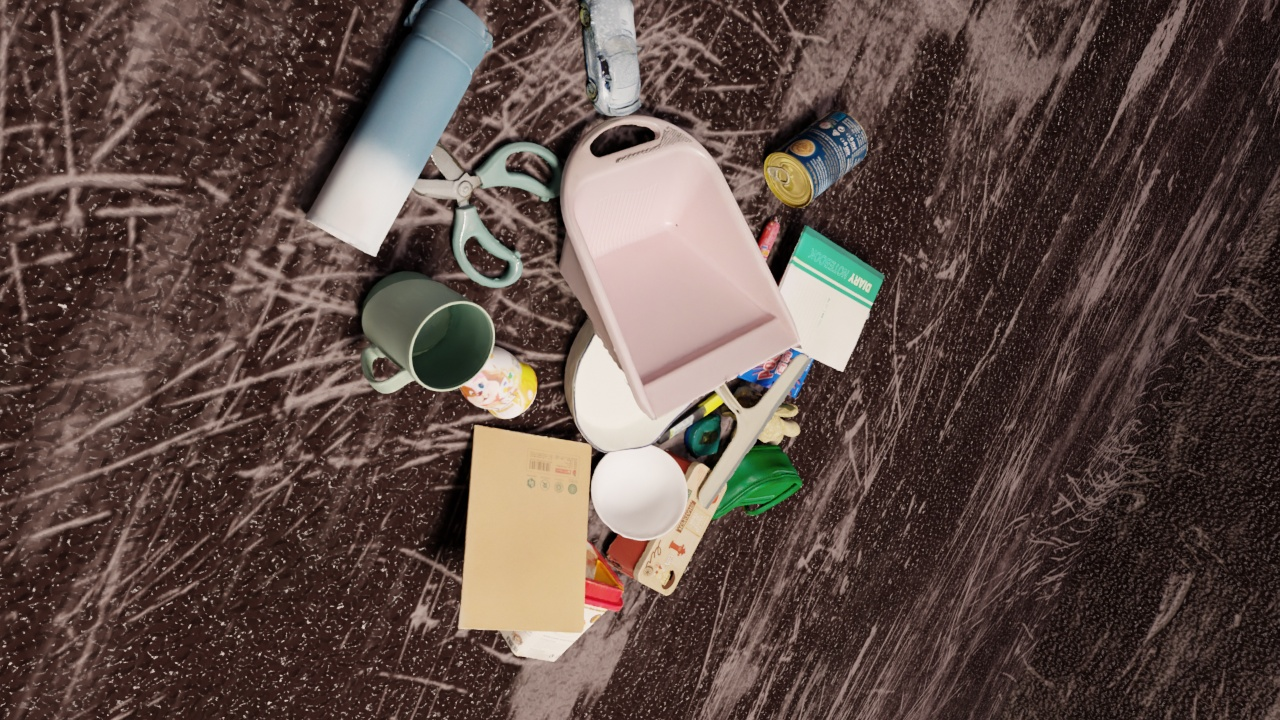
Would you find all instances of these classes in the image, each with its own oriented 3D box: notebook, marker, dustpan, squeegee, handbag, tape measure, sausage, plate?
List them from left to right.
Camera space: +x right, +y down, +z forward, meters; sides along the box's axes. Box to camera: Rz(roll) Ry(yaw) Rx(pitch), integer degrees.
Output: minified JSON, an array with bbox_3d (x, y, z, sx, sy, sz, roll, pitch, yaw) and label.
[{"bbox_3d":[-0.119,0.181,0.977,0.147,0.008,0.207,13,70,-34],"label":"notebook"},{"bbox_3d":[-0.006,0.006,1.064,0.204,0.045,0.205,-22,125,-36],"label":"plate"},{"bbox_3d":[0.033,-0.108,0.926,0.221,0.273,0.139,-29,157,-34],"label":"dustpan"},{"bbox_3d":[0.068,0.072,1.193,0.124,0.015,0.018,-33,130,-23],"label":"marker"},{"bbox_3d":[0.084,0.101,1.214,0.054,0.025,0.058,-11,118,-41],"label":"tape measure"},{"bbox_3d":[0.095,0.023,1.112,0.246,0.039,0.246,-53,140,-14],"label":"squeegee"},{"bbox_3d":[0.150,0.175,1.272,0.131,0.068,0.120,0,138,-46],"label":"handbag"},{"bbox_3d":[0.142,-0.110,1.163,0.020,0.020,0.156,12,102,-46],"label":"sausage"},{"bbox_3d":[0.246,-0.077,1.226,0.209,0.012,0.150,19,95,-46],"label":"notebook"}]

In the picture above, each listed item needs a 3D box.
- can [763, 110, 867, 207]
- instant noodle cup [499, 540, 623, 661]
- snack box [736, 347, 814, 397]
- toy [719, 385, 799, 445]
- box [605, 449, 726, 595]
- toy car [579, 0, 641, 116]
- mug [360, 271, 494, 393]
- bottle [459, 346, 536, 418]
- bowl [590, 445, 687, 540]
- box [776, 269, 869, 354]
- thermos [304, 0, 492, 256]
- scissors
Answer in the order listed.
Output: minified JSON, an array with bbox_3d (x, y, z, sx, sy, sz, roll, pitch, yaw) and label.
[{"bbox_3d":[0.215,-0.247,1.118,0.111,0.075,0.075,-39,133,-23],"label":"can"},{"bbox_3d":[-0.103,0.277,1.075,0.124,0.116,0.116,-52,138,8],"label":"instant noodle cup"},{"bbox_3d":[0.180,-0.005,1.248,0.157,0.026,0.084,18,98,-47],"label":"snack box"},{"bbox_3d":[0.171,0.080,1.267,0.105,0.066,0.157,-25,148,23],"label":"toy"},{"bbox_3d":[0.029,0.207,1.189,0.091,0.079,0.168,40,76,-46],"label":"box"},{"bbox_3d":[-0.026,-0.299,0.892,0.054,0.037,0.121,-27,124,-31],"label":"toy car"},{"bbox_3d":[-0.203,-0.020,0.816,0.111,0.106,0.082,-46,136,-16],"label":"mug"},{"bbox_3d":[-0.154,0.015,0.915,0.108,0.063,0.063,37,84,-47],"label":"bottle"},{"bbox_3d":[-0.007,0.166,1.122,0.118,0.118,0.065,-39,171,-22],"label":"bowl"},{"bbox_3d":[0.257,-0.074,1.270,0.201,0.048,0.087,31,88,-47],"label":"box"},{"bbox_3d":[-0.199,-0.197,0.762,0.070,0.070,0.220,28,90,-47],"label":"thermos"},{"bbox_3d":[-0.135,-0.161,0.874,0.177,0.019,0.174,-46,134,-15],"label":"scissors"}]
